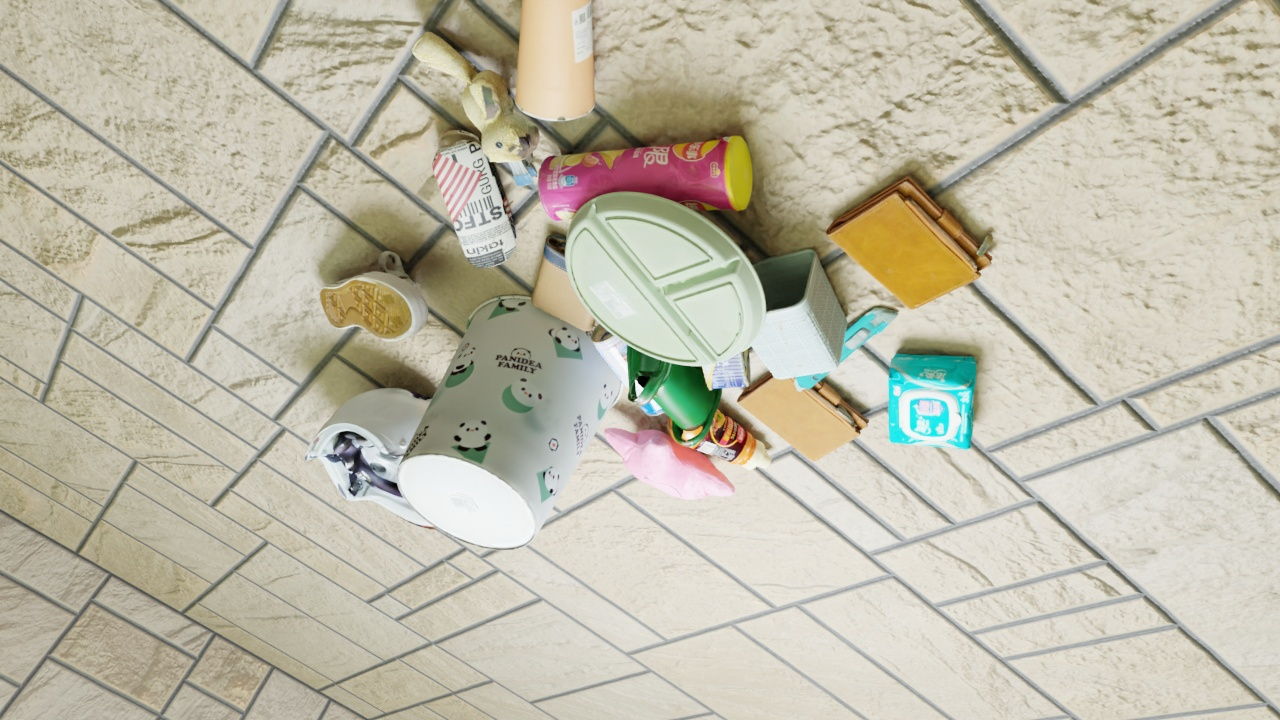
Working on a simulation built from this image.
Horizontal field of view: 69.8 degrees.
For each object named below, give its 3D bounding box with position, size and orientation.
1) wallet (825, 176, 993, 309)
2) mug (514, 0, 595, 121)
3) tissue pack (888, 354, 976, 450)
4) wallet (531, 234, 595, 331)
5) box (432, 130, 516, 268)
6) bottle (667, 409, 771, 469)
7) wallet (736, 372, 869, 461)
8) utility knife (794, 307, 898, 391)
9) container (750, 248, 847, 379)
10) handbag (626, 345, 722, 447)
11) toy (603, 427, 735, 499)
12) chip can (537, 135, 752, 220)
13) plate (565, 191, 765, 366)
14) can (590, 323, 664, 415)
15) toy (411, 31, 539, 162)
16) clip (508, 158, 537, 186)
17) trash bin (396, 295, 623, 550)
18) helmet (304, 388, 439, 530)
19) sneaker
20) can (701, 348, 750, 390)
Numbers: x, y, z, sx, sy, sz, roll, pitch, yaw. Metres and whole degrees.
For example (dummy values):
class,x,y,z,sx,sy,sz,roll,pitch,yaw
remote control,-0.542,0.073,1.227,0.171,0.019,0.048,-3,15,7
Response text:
class,x,y,z,sx,sy,sz,roll,pitch,yaw
wallet,0.271,-0.114,0.911,0.130,0.035,0.119,38,137,-19
mug,-0.078,-0.295,0.849,0.078,0.078,0.123,15,135,9
tissue pack,0.332,0.051,1.049,0.093,0.050,0.134,3,136,20
wallet,-0.082,-0.091,1.102,0.090,0.033,0.116,26,141,1
box,-0.185,-0.188,1.041,0.075,0.082,0.164,-20,131,-4
bottle,0.109,0.103,1.204,0.149,0.066,0.067,29,140,-18
wallet,0.200,0.063,1.137,0.132,0.031,0.108,37,136,-11
utility knife,0.228,-0.011,1.042,0.029,0.013,0.158,37,128,-8
container,0.165,-0.045,0.996,0.090,0.090,0.111,-10,133,33
handbag,0.037,0.027,1.102,0.068,0.120,0.131,-10,139,32
toy,0.037,0.146,1.269,0.194,0.074,0.179,34,162,-31
chip can,0.003,-0.182,0.933,0.211,0.071,0.071,0,135,24
plate,0.019,-0.075,0.952,0.230,0.027,0.231,21,144,16
can,-0.007,0.007,1.155,0.053,0.053,0.134,-12,128,34
toy,-0.162,-0.260,0.907,0.157,0.066,0.105,48,-179,2
clip,-0.134,-0.219,0.999,0.026,0.038,0.058,-1,136,28
trash bin,-0.167,0.084,1.160,0.230,0.251,0.230,13,138,12
helmet,-0.353,0.134,1.382,0.230,0.145,0.258,-9,138,34
sneaker,-0.329,-0.080,1.186,0.241,0.087,0.118,4,116,49
can,0.094,-0.028,1.053,0.049,0.074,0.148,-4,133,13
